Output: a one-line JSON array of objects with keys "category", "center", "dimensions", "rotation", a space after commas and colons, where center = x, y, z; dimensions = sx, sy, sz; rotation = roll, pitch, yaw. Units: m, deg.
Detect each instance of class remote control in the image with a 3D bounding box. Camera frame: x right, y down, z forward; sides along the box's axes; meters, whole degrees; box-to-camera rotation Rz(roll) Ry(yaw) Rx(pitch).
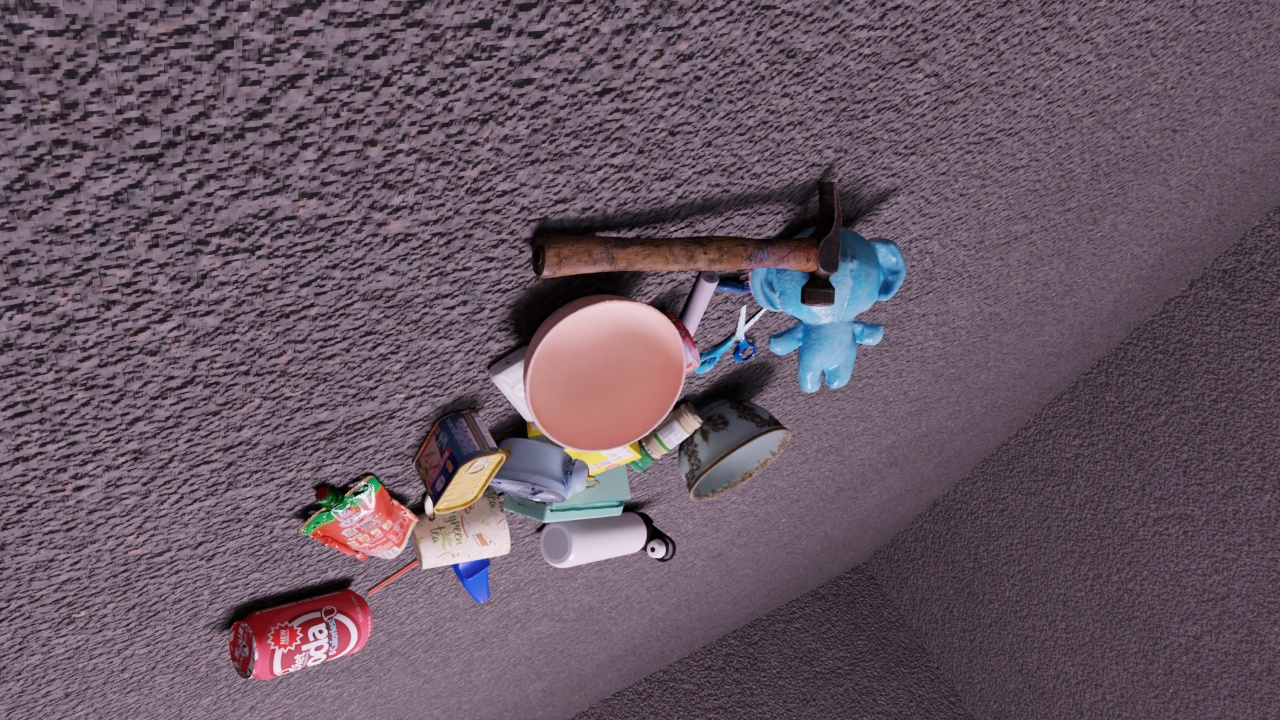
[{"category": "remote control", "center": [-0.108, 0.027, 0.905], "dimensions": [0.050, 0.022, 0.133], "rotation": [-31, 156, -4]}]

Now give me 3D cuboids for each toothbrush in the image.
[{"category": "toothbrush", "center": [0.049, -0.031, 0.989], "dimensions": [0.018, 0.019, 0.188], "rotation": [-22, 154, -28]}, {"category": "toothbrush", "center": [0.120, -0.080, 0.986], "dimensions": [0.132, 0.021, 0.016], "rotation": [-9, 112, -43]}]

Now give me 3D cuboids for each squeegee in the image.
[{"category": "squeegee", "center": [-0.216, 0.253, 1.159], "dimensions": [0.248, 0.055, 0.185], "rotation": [-32, 143, -23]}]

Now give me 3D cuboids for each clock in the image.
[{"category": "clock", "center": [-0.105, 0.123, 0.991], "dimensions": [0.124, 0.051, 0.089], "rotation": [18, 159, -16]}]

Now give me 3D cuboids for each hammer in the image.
[{"category": "hammer", "center": [0.054, -0.103, 0.812], "dimensions": [0.329, 0.033, 0.120], "rotation": [-5, 101, -34]}]

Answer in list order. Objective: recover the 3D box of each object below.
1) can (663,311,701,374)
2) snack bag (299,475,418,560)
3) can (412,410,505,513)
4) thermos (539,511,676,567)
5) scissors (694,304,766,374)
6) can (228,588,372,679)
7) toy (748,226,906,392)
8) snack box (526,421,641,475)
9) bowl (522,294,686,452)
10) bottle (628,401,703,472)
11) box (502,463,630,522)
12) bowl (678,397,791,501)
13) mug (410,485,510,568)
[{"category": "can", "center": [-0.006, 0.005, 0.934], "dimensions": [0.124, 0.066, 0.067], "rotation": [-29, 156, -9]}, {"category": "snack bag", "center": [-0.286, 0.161, 0.928], "dimensions": [0.087, 0.044, 0.155], "rotation": [-36, 152, -7]}, {"category": "can", "center": [-0.181, 0.100, 0.908], "dimensions": [0.053, 0.059, 0.100], "rotation": [-9, 147, -43]}, {"category": "thermos", "center": [-0.044, 0.269, 1.352], "dimensions": [0.229, 0.101, 0.068], "rotation": [8, 114, -57]}, {"category": "scissors", "center": [0.122, -0.028, 1.098], "dimensions": [0.117, 0.014, 0.130], "rotation": [8, 130, -51]}, {"category": "can", "center": [-0.382, 0.309, 1.040], "dimensions": [0.142, 0.074, 0.075], "rotation": [-4, 143, -48]}, {"category": "toy", "center": [0.196, -0.059, 0.987], "dimensions": [0.183, 0.115, 0.181], "rotation": [-7, 111, -19]}, {"category": "snack box", "center": [-0.061, 0.088, 1.029], "dimensions": [0.075, 0.025, 0.152], "rotation": [-21, 150, 13]}, {"category": "bowl", "center": [-0.042, 0.002, 0.844], "dimensions": [0.152, 0.076, 0.153], "rotation": [-9, 116, -19]}, {"category": "bottle", "center": [0.029, 0.098, 1.186], "dimensions": [0.110, 0.042, 0.042], "rotation": [-38, 156, 8]}, {"category": "box", "center": [-0.080, 0.145, 1.131], "dimensions": [0.188, 0.077, 0.091], "rotation": [12, 92, -61]}, {"category": "bowl", "center": [0.112, 0.107, 1.237], "dimensions": [0.159, 0.094, 0.160], "rotation": [-27, 155, -14]}, {"category": "mug", "center": [-0.206, 0.177, 1.028], "dimensions": [0.097, 0.081, 0.122], "rotation": [-13, 129, -23]}]
